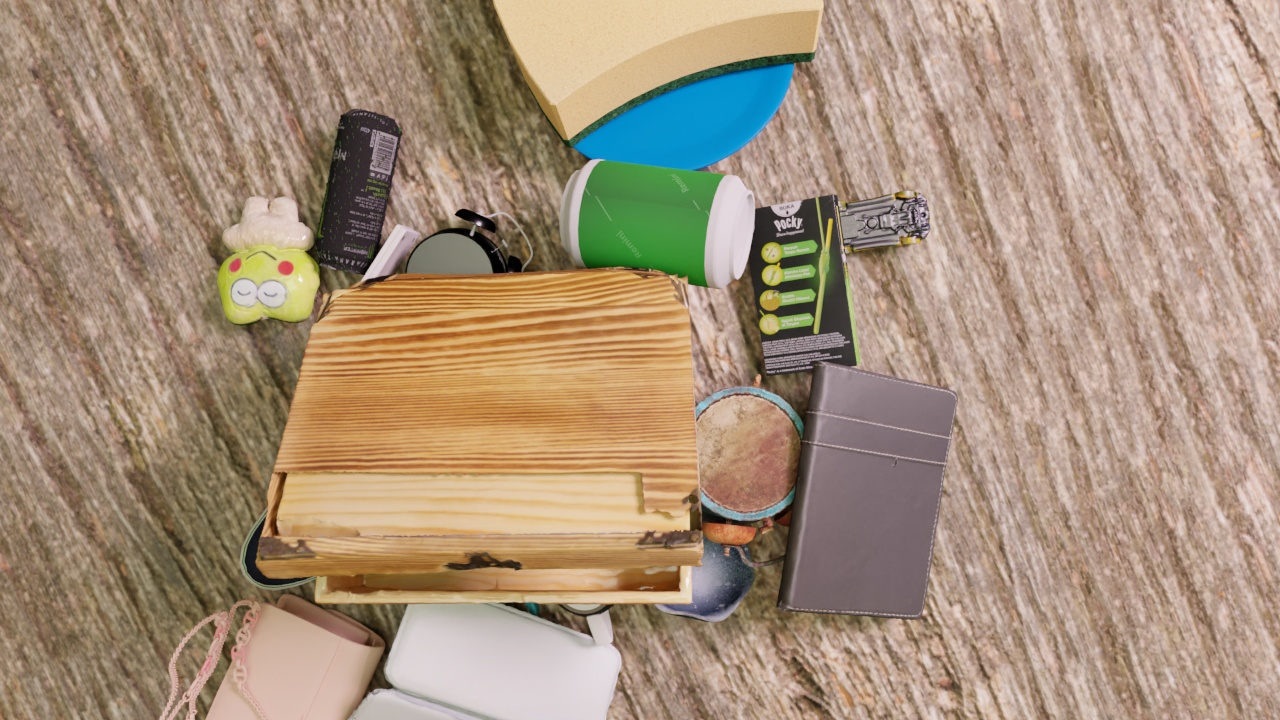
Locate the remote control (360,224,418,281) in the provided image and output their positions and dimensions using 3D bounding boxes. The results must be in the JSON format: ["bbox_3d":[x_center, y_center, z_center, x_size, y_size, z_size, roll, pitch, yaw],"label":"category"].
[{"bbox_3d":[-0.240,-0.059,0.805,0.011,0.050,0.136,33,94,-3],"label":"remote control"}]

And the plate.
[{"bbox_3d":[0.019,-0.259,0.787,0.224,0.024,0.224,-1,78,5],"label":"plate"}]

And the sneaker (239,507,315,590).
[{"bbox_3d":[-0.259,0.130,0.806,0.235,0.079,0.084,-32,95,3],"label":"sneaker"}]

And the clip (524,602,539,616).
[{"bbox_3d":[-0.154,0.214,0.842,0.121,0.033,0.119,35,97,-3],"label":"clip"}]

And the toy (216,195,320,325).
[{"bbox_3d":[-0.327,-0.088,0.806,0.092,0.046,0.115,-1,86,4],"label":"toy"}]

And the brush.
[{"bbox_3d":[0.008,-0.309,0.746,0.250,0.075,0.195,-19,77,1],"label":"brush"}]

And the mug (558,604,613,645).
[{"bbox_3d":[-0.043,0.196,0.802,0.085,0.100,0.119,-12,94,0],"label":"mug"}]

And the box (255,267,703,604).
[{"bbox_3d":[-0.098,0.045,0.668,0.279,0.221,0.258,-1,75,3],"label":"box"}]

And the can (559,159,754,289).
[{"bbox_3d":[0.014,-0.108,0.723,0.140,0.087,0.088,10,95,16],"label":"can"}]

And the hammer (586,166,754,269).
[{"bbox_3d":[-0.053,-0.060,0.807,0.329,0.052,0.098,-35,78,8],"label":"hammer"}]

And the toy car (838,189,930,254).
[{"bbox_3d":[0.203,-0.121,0.812,0.107,0.030,0.049,-7,96,5],"label":"toy car"}]

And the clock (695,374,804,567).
[{"bbox_3d":[0.091,0.101,0.803,0.121,0.073,0.157,-19,82,-10],"label":"clock"}]

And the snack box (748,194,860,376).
[{"bbox_3d":[0.142,-0.065,0.806,0.080,0.025,0.147,-7,95,21],"label":"snack box"}]

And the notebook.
[{"bbox_3d":[0.200,0.116,0.794,0.169,0.029,0.209,12,88,-30],"label":"notebook"}]

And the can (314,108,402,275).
[{"bbox_3d":[-0.245,-0.146,0.796,0.054,0.054,0.138,13,94,-1],"label":"can"}]

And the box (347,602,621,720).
[{"bbox_3d":[-0.137,0.302,0.808,0.210,0.084,0.186,29,90,-19],"label":"box"}]

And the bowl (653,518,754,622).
[{"bbox_3d":[0.041,0.185,0.816,0.110,0.055,0.110,9,56,-14],"label":"bowl"}]

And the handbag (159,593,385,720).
[{"bbox_3d":[-0.318,0.310,0.766,0.116,0.187,0.198,25,89,5],"label":"handbag"}]

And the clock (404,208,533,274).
[{"bbox_3d":[-0.153,-0.081,0.806,0.121,0.042,0.091,-33,92,4],"label":"clock"}]
